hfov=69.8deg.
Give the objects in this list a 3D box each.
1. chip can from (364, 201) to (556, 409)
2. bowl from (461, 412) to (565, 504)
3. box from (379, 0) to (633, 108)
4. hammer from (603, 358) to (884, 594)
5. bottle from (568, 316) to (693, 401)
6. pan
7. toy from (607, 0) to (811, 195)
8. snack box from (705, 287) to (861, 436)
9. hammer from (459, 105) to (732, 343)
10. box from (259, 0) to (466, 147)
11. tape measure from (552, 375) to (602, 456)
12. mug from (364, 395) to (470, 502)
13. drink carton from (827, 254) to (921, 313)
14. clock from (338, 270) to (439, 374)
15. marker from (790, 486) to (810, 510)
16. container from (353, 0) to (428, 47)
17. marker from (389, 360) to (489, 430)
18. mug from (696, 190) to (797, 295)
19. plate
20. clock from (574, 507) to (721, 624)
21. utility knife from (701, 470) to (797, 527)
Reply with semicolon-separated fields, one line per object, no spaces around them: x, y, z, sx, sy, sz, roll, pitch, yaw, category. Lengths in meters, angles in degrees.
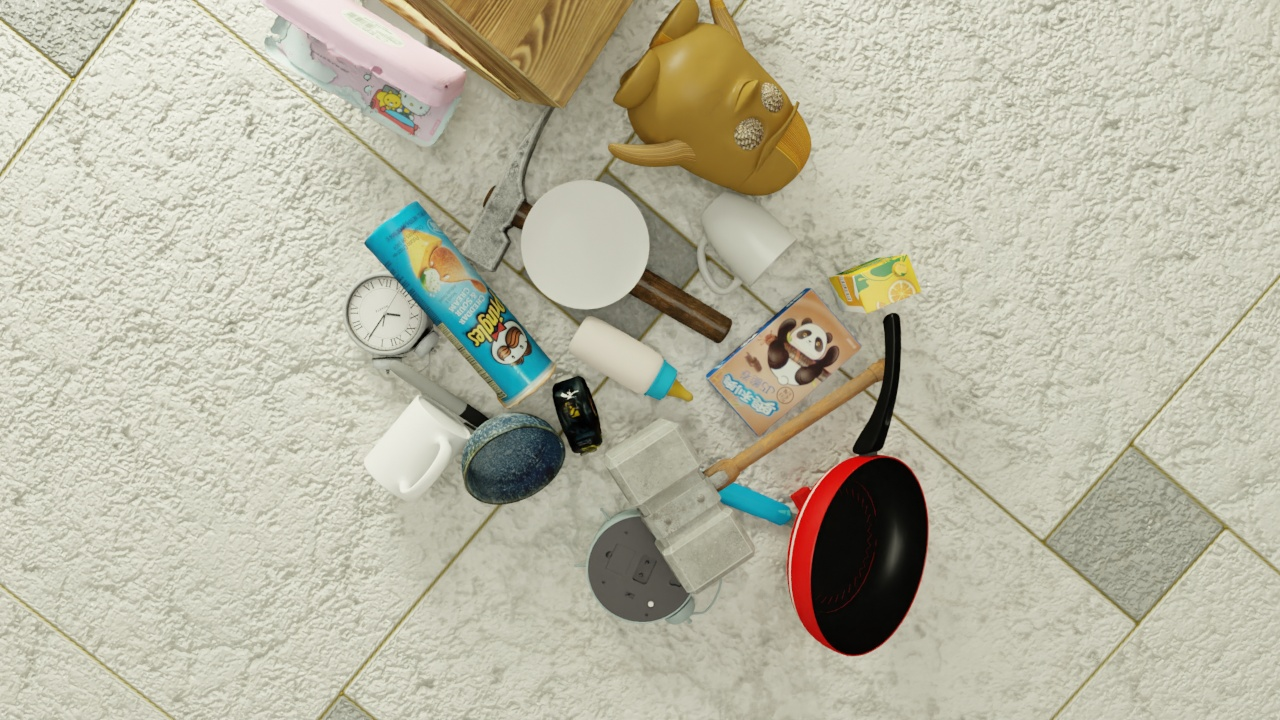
-0.187;-0.056;0.965;0.080;0.080;0.229;-39;102;2;chip can
-0.144;0.096;0.994;0.114;0.060;0.115;-16;134;-18;bowl
-0.113;-0.425;0.895;0.257;0.215;0.279;35;86;-35;box
0.137;0.086;0.965;0.317;0.083;0.162;-32;94;-6;hammer
-0.006;0.006;0.998;0.146;0.051;0.051;30;94;-3;bottle
0.233;0.128;0.953;0.208;0.067;0.356;-5;98;-41;pan
0.085;-0.250;0.932;0.203;0.163;0.198;34;83;-14;toy
0.156;0.001;1.008;0.151;0.034;0.087;-41;95;4;snack box
-0.016;-0.137;0.995;0.300;0.037;0.218;30;94;-4;hammer
-0.282;-0.295;0.920;0.202;0.087;0.096;31;127;-3;box
-0.070;0.055;0.993;0.042;0.072;0.071;-20;123;6;tape measure
-0.234;0.102;0.977;0.073;0.110;0.090;39;94;-31;mug
0.242;-0.080;0.957;0.058;0.122;0.041;-22;94;1;drink carton
-0.270;-0.041;1.000;0.094;0.035;0.122;-24;94;2;clock
0.215;0.209;1.033;0.023;0.021;0.145;-30;95;9;marker
-0.262;-0.349;0.966;0.081;0.049;0.129;-4;95;0;container
-0.216;0.043;1.002;0.138;0.016;0.022;35;63;-19;marker
0.099;-0.123;0.987;0.089;0.071;0.107;45;121;4;mug
-0.058;-0.122;0.970;0.134;0.011;0.134;0;95;-2;plate
0.013;0.232;1.022;0.159;0.045;0.122;24;94;-3;clock
0.109;0.155;1.031;0.173;0.015;0.031;23;97;-4;utility knife
